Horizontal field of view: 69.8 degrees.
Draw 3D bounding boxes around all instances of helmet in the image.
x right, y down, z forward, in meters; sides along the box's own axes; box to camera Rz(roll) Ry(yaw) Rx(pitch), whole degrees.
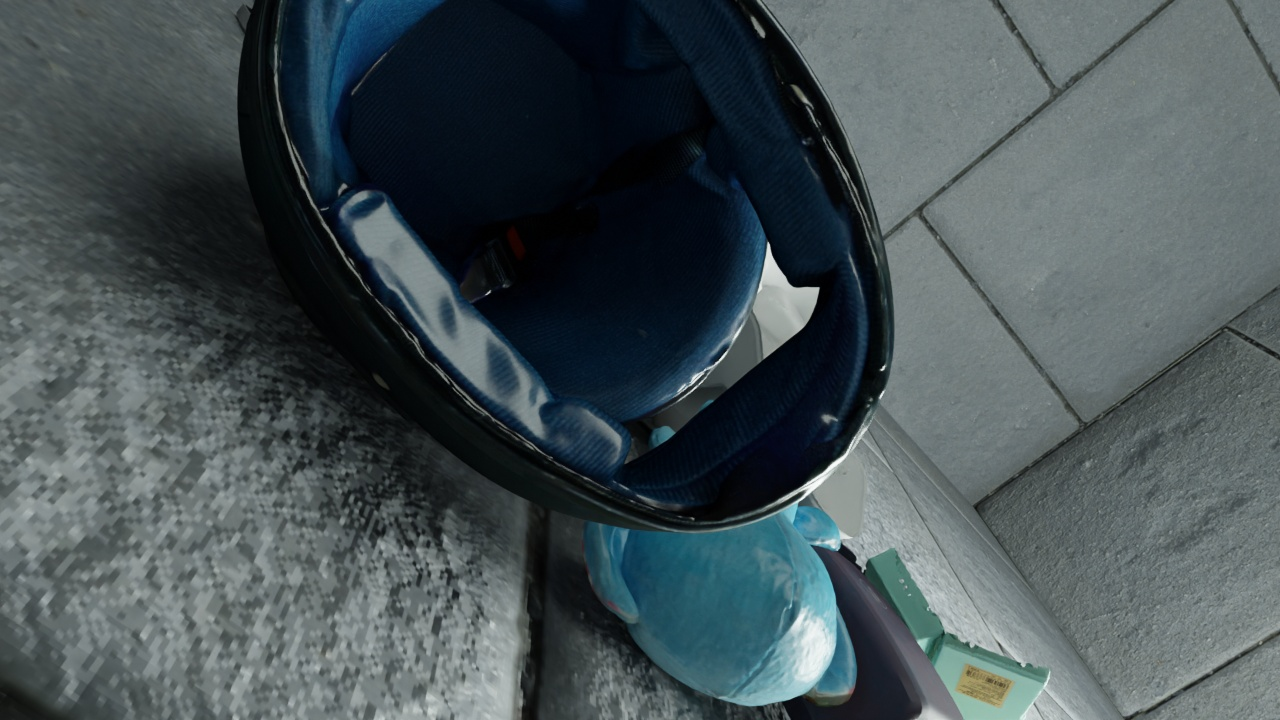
[{"bbox_3d":[-0.036,-0.072,0.446,0.316,0.249,0.236,51,-7,-1],"label":"helmet"},{"bbox_3d":[0.101,0.022,0.744,0.224,0.184,0.282,38,20,-44],"label":"helmet"}]

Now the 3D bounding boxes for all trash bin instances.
[{"bbox_3d":[0.118,0.185,0.573,0.093,0.092,0.160,40,13,-36],"label":"trash bin"}]

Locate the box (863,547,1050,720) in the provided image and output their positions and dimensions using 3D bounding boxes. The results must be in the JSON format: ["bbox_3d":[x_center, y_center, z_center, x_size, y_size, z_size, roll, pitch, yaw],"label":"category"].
[{"bbox_3d":[0.208,0.223,0.661,0.138,0.057,0.187,43,-20,33],"label":"box"}]

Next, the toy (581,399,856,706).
[{"bbox_3d":[0.044,0.104,0.513,0.183,0.115,0.180,28,39,-19],"label":"toy"}]

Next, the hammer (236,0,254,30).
[{"bbox_3d":[-0.251,-0.271,0.759,0.126,0.036,0.315,39,16,-29],"label":"hammer"}]
